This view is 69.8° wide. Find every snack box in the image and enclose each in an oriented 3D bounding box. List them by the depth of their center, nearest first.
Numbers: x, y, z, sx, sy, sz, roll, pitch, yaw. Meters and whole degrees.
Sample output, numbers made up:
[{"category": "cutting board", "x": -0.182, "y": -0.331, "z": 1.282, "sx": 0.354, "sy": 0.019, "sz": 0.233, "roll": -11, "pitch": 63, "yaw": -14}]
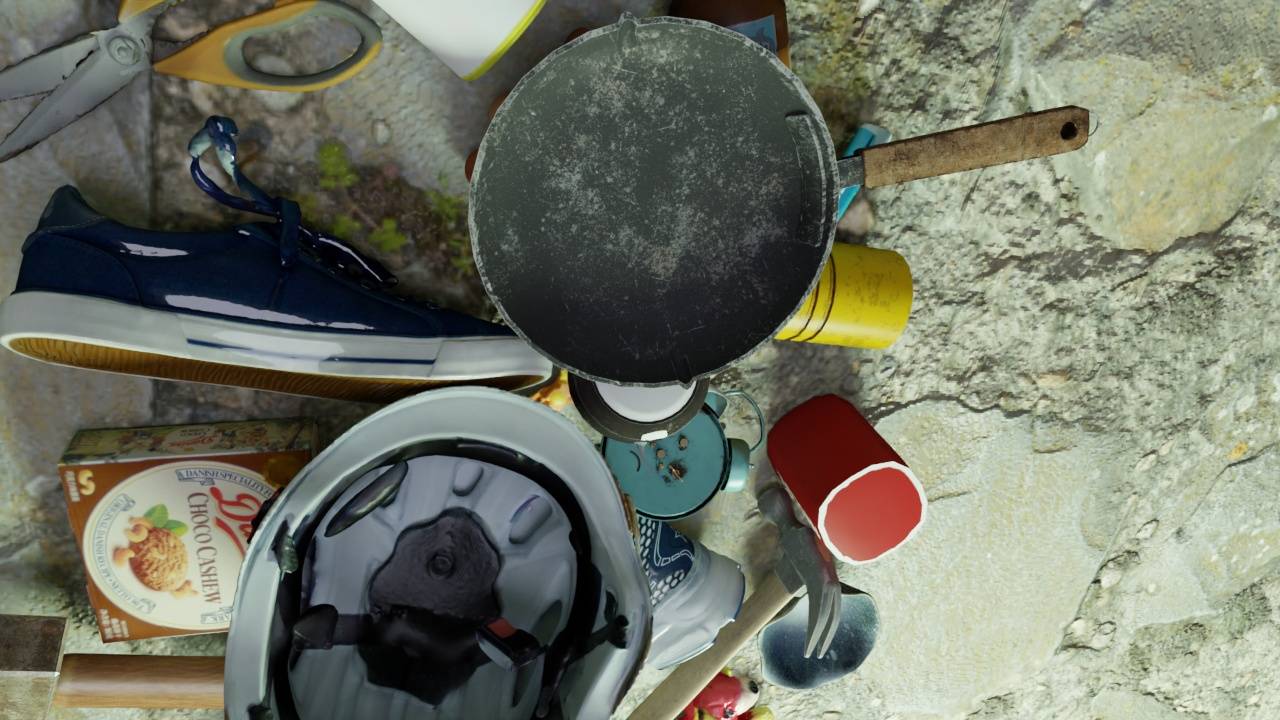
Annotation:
[{"category": "snack box", "x": -0.284, "y": 0.112, "z": 0.603, "sx": 0.147, "sy": 0.041, "sz": 0.143, "roll": -2, "pitch": 117, "yaw": -14}]

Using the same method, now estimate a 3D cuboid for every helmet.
[{"category": "helmet", "x": -0.125, "y": 0.148, "z": 0.577, "sx": 0.236, "sy": 0.164, "sz": 0.263, "roll": 14, "pitch": 83, "yaw": -17}]

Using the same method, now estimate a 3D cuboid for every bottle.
[{"category": "bottle", "x": 0.051, "y": -0.181, "z": 0.528, "sx": 0.068, "sy": 0.067, "sz": 0.157, "roll": -16, "pitch": 120, "yaw": -7}, {"category": "bottle", "x": 0.091, "y": -0.050, "z": 0.607, "sx": 0.163, "sy": 0.071, "sz": 0.071, "roll": 5, "pitch": 115, "yaw": -18}]

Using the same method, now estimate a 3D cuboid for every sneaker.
[{"category": "sneaker", "x": -0.188, "y": -0.045, "z": 0.532, "sx": 0.294, "sy": 0.121, "sz": 0.127, "roll": 10, "pitch": 73, "yaw": -25}, {"category": "sneaker", "x": -0.062, "y": 0.197, "z": 0.693, "sx": 0.269, "sy": 0.103, "sz": 0.132, "roll": -35, "pitch": 106, "yaw": 4}]

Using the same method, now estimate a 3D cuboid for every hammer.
[{"category": "hammer", "x": -0.289, "y": 0.230, "z": 0.648, "sx": 0.300, "sy": 0.037, "sz": 0.158, "roll": 13, "pitch": 141, "yaw": -29}, {"category": "hammer", "x": 0.040, "y": 0.256, "z": 0.749, "sx": 0.030, "sy": 0.119, "sz": 0.332, "roll": 19, "pitch": 119, "yaw": -40}]

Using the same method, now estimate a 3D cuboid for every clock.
[{"category": "clock", "x": -0.004, "y": 0.003, "z": 0.591, "sx": 0.091, "sy": 0.044, "sz": 0.123, "roll": -39, "pitch": 91, "yaw": -14}, {"category": "clock", "x": 0.027, "y": 0.060, "z": 0.641, "sx": 0.124, "sy": 0.053, "sz": 0.090, "roll": -22, "pitch": 87, "yaw": -11}]

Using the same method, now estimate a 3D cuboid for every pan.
[{"category": "pan", "x": 0.083, "y": -0.100, "z": 0.514, "sx": 0.357, "sy": 0.040, "sz": 0.208, "roll": -13, "pitch": 115, "yaw": -6}]

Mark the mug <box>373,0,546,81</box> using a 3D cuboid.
[{"category": "mug", "x": -0.103, "y": -0.208, "z": 0.462, "sx": 0.106, "sy": 0.082, "sz": 0.083, "roll": 38, "pitch": 102, "yaw": -28}]

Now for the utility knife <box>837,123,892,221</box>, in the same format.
[{"category": "utility knife", "x": 0.118, "y": -0.089, "z": 0.580, "sx": 0.022, "sy": 0.015, "sz": 0.158, "roll": 30, "pitch": 70, "yaw": 2}]

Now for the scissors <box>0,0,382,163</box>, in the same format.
[{"category": "scissors", "x": -0.255, "y": -0.180, "z": 0.472, "sx": 0.225, "sy": 0.016, "sz": 0.166, "roll": -15, "pitch": 120, "yaw": -7}]

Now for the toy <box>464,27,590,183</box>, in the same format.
[{"category": "toy", "x": -0.041, "y": -0.139, "z": 0.537, "sx": 0.095, "sy": 0.065, "sz": 0.128, "roll": 31, "pitch": 97, "yaw": -35}]

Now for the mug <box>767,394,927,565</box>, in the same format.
[{"category": "mug", "x": 0.158, "y": 0.098, "z": 0.688, "sx": 0.080, "sy": 0.096, "sz": 0.116, "roll": -33, "pitch": 121, "yaw": 3}]

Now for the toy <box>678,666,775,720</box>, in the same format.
[{"category": "toy", "x": 0.066, "y": 0.319, "z": 0.806, "sx": 0.105, "sy": 0.067, "sz": 0.137, "roll": -18, "pitch": 133, "yaw": -3}]

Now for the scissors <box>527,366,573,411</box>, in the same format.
[{"category": "scissors", "x": -0.053, "y": 0.032, "z": 0.644, "sx": 0.133, "sy": 0.012, "sz": 0.084, "roll": -44, "pitch": 119, "yaw": 8}]

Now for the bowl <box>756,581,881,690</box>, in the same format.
[{"category": "bowl", "x": 0.142, "y": 0.219, "z": 0.772, "sx": 0.110, "sy": 0.055, "sz": 0.110, "roll": -6, "pitch": 119, "yaw": -12}]
